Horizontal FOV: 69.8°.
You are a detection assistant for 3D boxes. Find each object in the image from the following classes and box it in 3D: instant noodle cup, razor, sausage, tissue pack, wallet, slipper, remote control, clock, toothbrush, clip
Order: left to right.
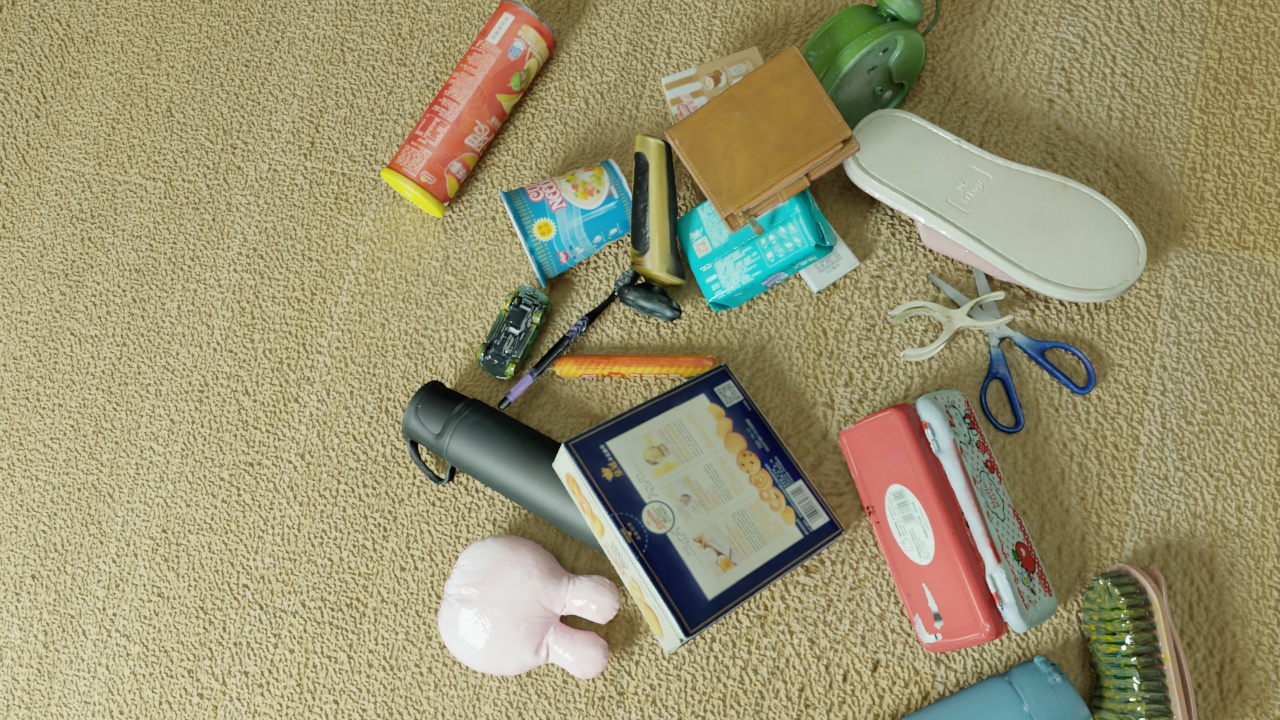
[{"bbox_3d":[-0.065,-0.023,0.850,0.014,0.017,0.188,40,75,14],"label":"toothbrush"},{"bbox_3d":[-0.062,-0.135,0.858,0.110,0.099,0.099,-26,74,-5],"label":"instant noodle cup"},{"bbox_3d":[-0.005,0.005,0.848,0.165,0.021,0.021,0,77,10],"label":"sausage"},{"bbox_3d":[0.009,-0.117,0.819,0.062,0.067,0.167,22,118,50],"label":"razor"},{"bbox_3d":[0.098,-0.110,0.827,0.134,0.050,0.093,-28,76,25],"label":"tissue pack"},{"bbox_3d":[0.105,-0.179,0.768,0.131,0.035,0.119,-33,90,5],"label":"wallet"},{"bbox_3d":[0.147,-0.123,0.850,0.049,0.024,0.125,-35,75,1],"label":"remote control"},{"bbox_3d":[0.207,-0.272,0.828,0.161,0.116,0.056,-37,64,3],"label":"clock"},{"bbox_3d":[0.267,-0.020,0.796,0.104,0.035,0.086,4,78,16],"label":"clip"},{"bbox_3d":[0.304,-0.133,0.807,0.274,0.054,0.114,28,77,10],"label":"slipper"}]

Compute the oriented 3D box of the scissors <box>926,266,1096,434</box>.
[{"bbox_3d":[0.316,-0.013,0.803,0.162,0.012,0.162,21,81,15],"label":"scissors"}]

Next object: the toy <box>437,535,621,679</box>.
[{"bbox_3d":[-0.098,0.220,0.799,0.159,0.054,0.121,13,87,13],"label":"toy"}]

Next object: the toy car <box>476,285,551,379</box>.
[{"bbox_3d":[-0.117,-0.025,0.866,0.043,0.036,0.091,27,82,13],"label":"toy car"}]

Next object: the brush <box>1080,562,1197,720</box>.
[{"bbox_3d":[0.390,0.232,0.714,0.073,0.063,0.145,3,74,-20],"label":"brush"}]

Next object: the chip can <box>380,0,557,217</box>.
[{"bbox_3d":[-0.169,-0.250,0.907,0.073,0.073,0.216,30,84,15],"label":"chip can"}]

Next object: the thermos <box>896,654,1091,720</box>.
[{"bbox_3d":[0.240,0.303,0.718,0.220,0.070,0.070,-25,75,3],"label":"thermos"}]

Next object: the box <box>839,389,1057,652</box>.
[{"bbox_3d":[0.255,0.131,0.767,0.095,0.100,0.201,-32,71,43],"label":"box"}]

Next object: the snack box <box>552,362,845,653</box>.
[{"bbox_3d":[0.048,0.114,0.758,0.182,0.046,0.178,-25,72,-30],"label":"snack box"}]

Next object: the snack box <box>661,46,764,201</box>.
[{"bbox_3d":[0.080,-0.216,0.844,0.094,0.077,0.092,-17,58,5],"label":"snack box"}]

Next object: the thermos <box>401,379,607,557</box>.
[{"bbox_3d":[-0.103,0.106,0.826,0.242,0.068,0.090,26,110,16],"label":"thermos"}]
